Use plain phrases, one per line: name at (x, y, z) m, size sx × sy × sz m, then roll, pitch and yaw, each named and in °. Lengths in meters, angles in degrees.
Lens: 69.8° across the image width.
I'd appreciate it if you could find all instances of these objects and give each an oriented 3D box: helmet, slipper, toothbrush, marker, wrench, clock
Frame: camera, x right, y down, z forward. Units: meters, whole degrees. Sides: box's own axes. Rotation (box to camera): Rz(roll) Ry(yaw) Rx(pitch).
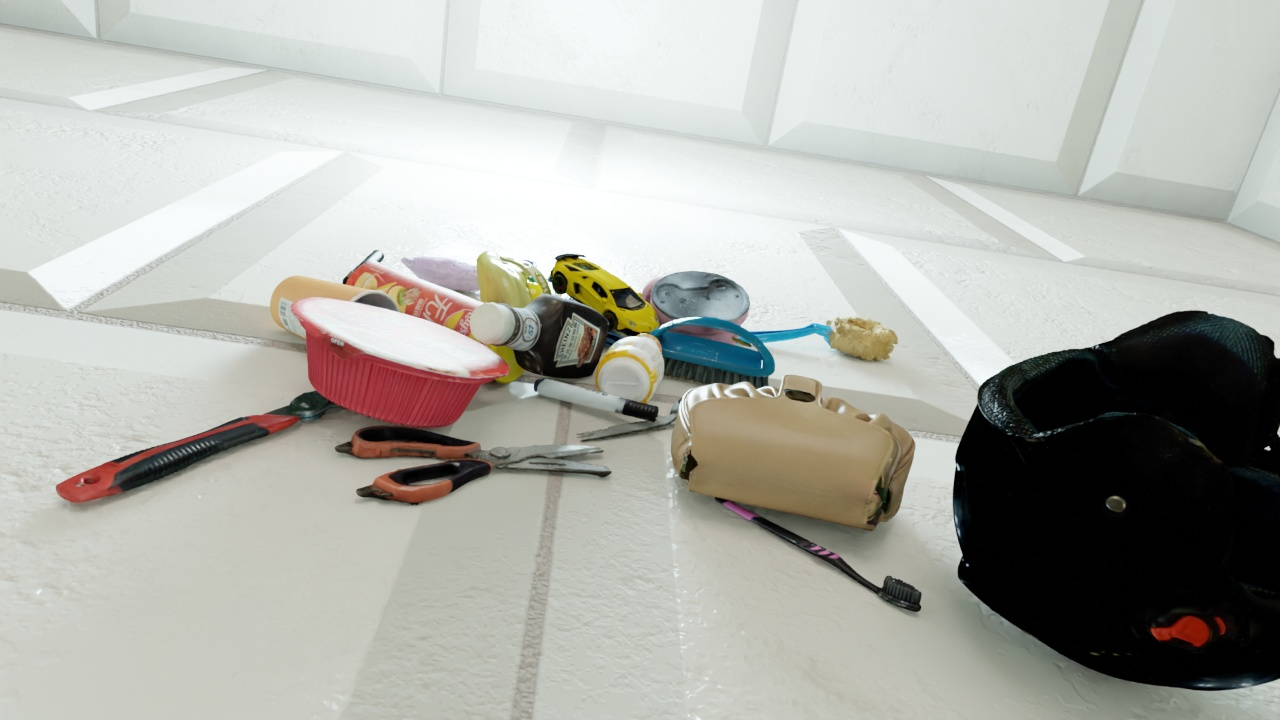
helmet at (0.346, 0.105, 0.618) m, size 0.275 × 0.231 × 0.232 m, roll 33°, pitch 39°, yaw 26°
slipper at (-0.143, -0.081, 1.045) m, size 0.081 × 0.092 × 0.190 m, roll -11°, pitch 22°, yaw -13°
toothbrush at (0.133, 0.143, 0.714) m, size 0.189 × 0.018 × 0.014 m, roll 25°, pitch 25°, yaw 36°
marker at (-0.043, 0.038, 0.887) m, size 0.131 × 0.018 × 0.022 m, roll 13°, pitch -2°, yaw 22°
marker at (-0.347, -0.114, 1.148) m, size 0.022 × 0.020 × 0.132 m, roll -8°, pitch 22°, yaw 2°
wrench at (-0.319, 0.060, 0.730) m, size 0.056 × 0.016 × 0.272 m, roll 22°, pitch 24°, yaw 29°
clock at (0.064, -0.064, 1.105) m, size 0.117 × 0.060 × 0.158 m, roll -6°, pitch 38°, yaw -14°

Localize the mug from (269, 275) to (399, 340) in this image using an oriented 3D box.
mug at (-0.312, -0.044, 0.922) m, size 0.123 × 0.078 × 0.078 m, roll 17°, pitch 22°, yaw 31°

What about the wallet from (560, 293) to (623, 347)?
wallet at (-0.050, -0.056, 1.104) m, size 0.106 × 0.040 × 0.132 m, roll 19°, pitch 23°, yaw 1°

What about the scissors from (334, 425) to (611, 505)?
scissors at (-0.135, 0.084, 0.751) m, size 0.196 × 0.015 × 0.215 m, roll 19°, pitch 22°, yaw 22°

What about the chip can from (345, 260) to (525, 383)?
chip can at (-0.213, -0.043, 0.958) m, size 0.217 × 0.073 × 0.073 m, roll 20°, pitch 24°, yaw 27°

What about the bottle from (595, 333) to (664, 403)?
bottle at (-0.006, 0.005, 0.934) m, size 0.063 × 0.063 × 0.108 m, roll 13°, pitch 22°, yaw 9°

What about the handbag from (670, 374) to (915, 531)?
handbag at (0.127, 0.072, 0.775) m, size 0.204 × 0.100 × 0.147 m, roll 10°, pitch 17°, yaw 9°

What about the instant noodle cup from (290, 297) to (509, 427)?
instant noodle cup at (-0.216, 0.006, 0.802) m, size 0.194 × 0.066 × 0.193 m, roll 20°, pitch 8°, yaw -3°

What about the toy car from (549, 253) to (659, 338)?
toy car at (-0.039, -0.075, 1.060) m, size 0.156 × 0.041 × 0.071 m, roll 40°, pitch 32°, yaw 30°

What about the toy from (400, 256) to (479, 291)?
toy at (-0.238, -0.109, 1.157) m, size 0.108 × 0.039 × 0.084 m, roll 10°, pitch 0°, yaw 5°

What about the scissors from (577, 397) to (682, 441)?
scissors at (0.013, 0.057, 0.890) m, size 0.174 × 0.014 × 0.136 m, roll 6°, pitch 23°, yaw -2°

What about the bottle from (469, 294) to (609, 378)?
bottle at (-0.096, -0.026, 0.888) m, size 0.044 × 0.080 × 0.194 m, roll 20°, pitch 3°, yaw 25°

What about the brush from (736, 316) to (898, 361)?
brush at (0.202, -0.031, 1.158) m, size 0.254 × 0.046 × 0.083 m, roll 0°, pitch 27°, yaw -13°

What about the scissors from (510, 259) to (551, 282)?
scissors at (-0.131, -0.112, 1.224) m, size 0.162 × 0.012 × 0.172 m, roll 12°, pitch 14°, yaw -10°

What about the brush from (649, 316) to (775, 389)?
brush at (0.076, -0.011, 0.997) m, size 0.144 × 0.074 × 0.055 m, roll 14°, pitch 27°, yaw 9°
